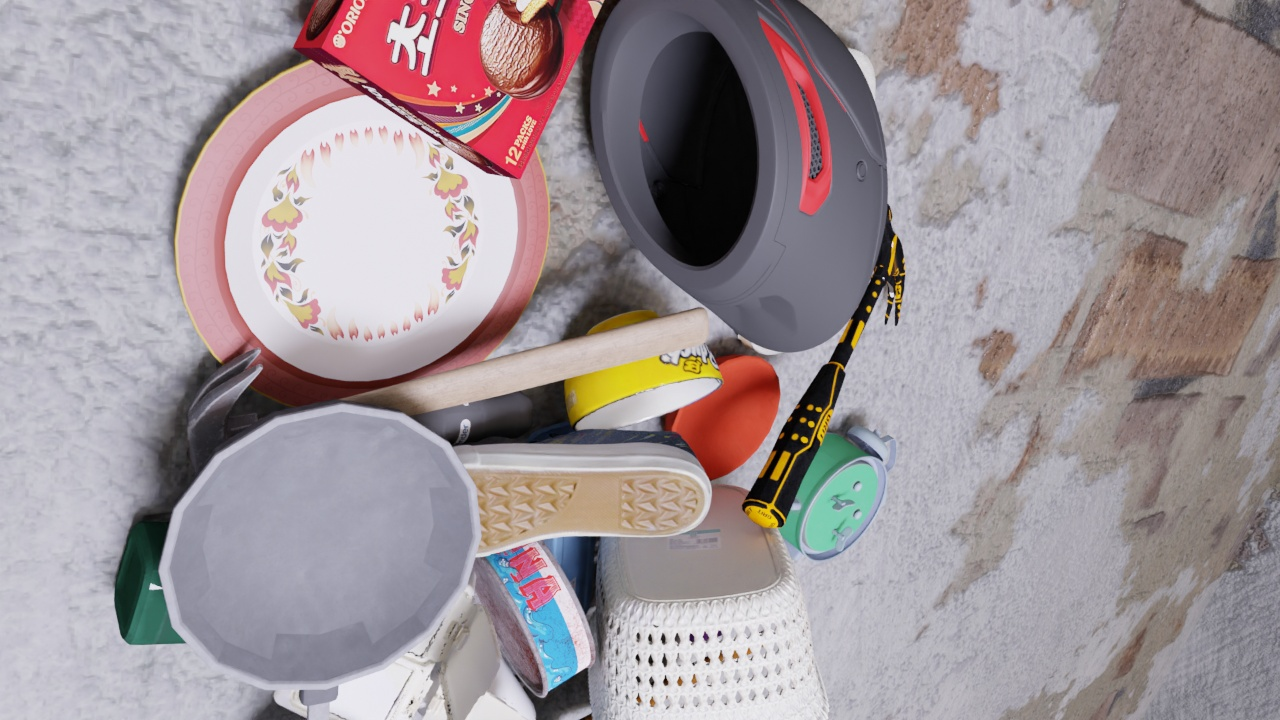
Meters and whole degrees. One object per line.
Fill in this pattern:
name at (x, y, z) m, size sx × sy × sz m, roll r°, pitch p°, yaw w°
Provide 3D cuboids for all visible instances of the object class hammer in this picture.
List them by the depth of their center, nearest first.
hammer at (-0.110, 0.018, 0.577) m, size 0.331 × 0.030 × 0.120 m, roll -13°, pitch 134°, yaw -13°
hammer at (0.167, 0.010, 0.787) m, size 0.319 × 0.036 × 0.123 m, roll -58°, pitch 140°, yaw -30°

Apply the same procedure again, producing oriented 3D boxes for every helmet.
helmet at (0.080, -0.131, 0.614) m, size 0.169 × 0.164 × 0.265 m, roll -27°, pitch 113°, yaw -44°

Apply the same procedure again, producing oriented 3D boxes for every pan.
pan at (-0.197, 0.191, 0.563) m, size 0.178 × 0.041 × 0.357 m, roll 0°, pitch 106°, yaw -30°

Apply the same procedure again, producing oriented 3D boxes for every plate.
plate at (-0.159, -0.073, 0.559) m, size 0.229 × 0.021 × 0.230 m, roll -19°, pitch 126°, yaw -29°

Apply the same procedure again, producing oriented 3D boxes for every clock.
clock at (0.207, 0.131, 0.939) m, size 0.161 × 0.075 × 0.122 m, roll -29°, pitch 130°, yaw -24°

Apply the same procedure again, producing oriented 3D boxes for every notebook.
notebook at (-0.016, 0.316, 0.833) m, size 0.248 × 0.014 × 0.179 m, roll -8°, pitch 156°, yaw -45°

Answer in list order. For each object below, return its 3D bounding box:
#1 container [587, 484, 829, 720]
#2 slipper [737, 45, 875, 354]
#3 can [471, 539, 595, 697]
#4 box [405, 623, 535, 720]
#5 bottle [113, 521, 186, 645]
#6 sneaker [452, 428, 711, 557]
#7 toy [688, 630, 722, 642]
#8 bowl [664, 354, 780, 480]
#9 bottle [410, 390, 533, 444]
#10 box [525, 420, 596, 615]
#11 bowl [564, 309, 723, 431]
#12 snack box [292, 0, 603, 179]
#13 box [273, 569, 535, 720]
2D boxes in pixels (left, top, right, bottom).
container at (0.046, 0.204, 0.739) m, size 0.184 × 0.246 × 0.143 m, roll -5°, pitch 107°, yaw -3°
slipper at (0.140, -0.120, 0.751) m, size 0.114 × 0.052 × 0.263 m, roll -10°, pitch 122°, yaw -36°
can at (-0.088, 0.185, 0.695) m, size 0.044 × 0.130 × 0.130 m, roll -26°, pitch 129°, yaw -25°
box at (-0.133, 0.287, 0.767) m, size 0.084 × 0.112 × 0.162 m, roll -37°, pitch 119°, yaw -21°
bottle at (-0.252, 0.141, 0.582) m, size 0.131 × 0.061 × 0.061 m, roll 12°, pitch 107°, yaw -40°
sneaker at (-0.070, 0.079, 0.647) m, size 0.235 × 0.079 × 0.087 m, roll -4°, pitch 122°, yaw 1°
toy at (0.077, 0.242, 0.917) m, size 0.088 × 0.056 × 0.106 m, roll -37°, pitch 168°, yaw -13°
bowl at (0.065, 0.045, 0.801) m, size 0.121 × 0.035 × 0.122 m, roll -19°, pitch 126°, yaw -29°
bottle at (-0.128, 0.040, 0.642) m, size 0.109 × 0.036 × 0.036 m, roll -3°, pitch 117°, yaw -38°
box at (-0.069, 0.142, 0.767) m, size 0.066 × 0.049 × 0.210 m, roll -31°, pitch 136°, yaw -46°
bowl at (-0.004, 0.004, 0.685) m, size 0.117 × 0.067 × 0.117 m, roll -17°, pitch 166°, yaw -4°
snack box at (-0.092, -0.201, 0.504) m, size 0.132 × 0.036 × 0.152 m, roll 28°, pitch 85°, yaw -44°
box at (-0.158, 0.217, 0.641) m, size 0.145 × 0.185 × 0.095 m, roll -62°, pitch 172°, yaw 6°
